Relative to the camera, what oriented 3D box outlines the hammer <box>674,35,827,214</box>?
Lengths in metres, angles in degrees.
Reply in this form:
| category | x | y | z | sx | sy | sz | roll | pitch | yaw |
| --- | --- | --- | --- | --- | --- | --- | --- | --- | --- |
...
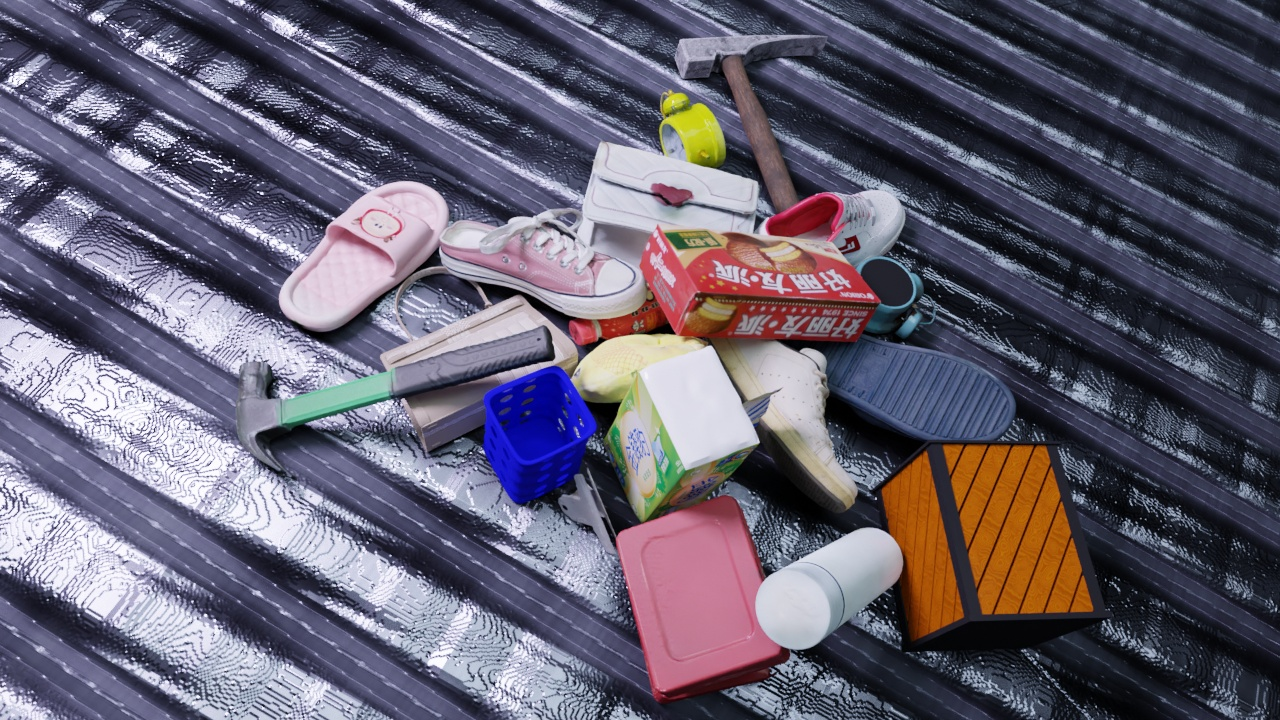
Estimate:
| category | x | y | z | sx | sy | sz | roll | pitch | yaw |
| --- | --- | --- | --- | --- | --- | --- | --- | --- | --- |
| hammer | 0.188 | -0.311 | 1.211 | 0.217 | 0.037 | 0.300 | -9 | 65 | -16 |

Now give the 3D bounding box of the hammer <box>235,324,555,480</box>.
| category | x | y | z | sx | sy | sz | roll | pitch | yaw |
| --- | --- | --- | --- | --- | --- | --- | --- | --- | --- |
| hammer | -0.237 | 0.024 | 0.883 | 0.319 | 0.032 | 0.130 | -15 | 61 | 5 |

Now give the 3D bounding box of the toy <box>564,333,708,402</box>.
| category | x | y | z | sx | sy | sz | roll | pitch | yaw |
| --- | --- | --- | --- | --- | --- | --- | --- | --- | --- |
| toy | -0.006 | 0.006 | 0.939 | 0.155 | 0.170 | 0.064 | -17 | 95 | 6 |

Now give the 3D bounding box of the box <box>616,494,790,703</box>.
| category | x | y | z | sx | sy | sz | roll | pitch | yaw |
| --- | --- | --- | --- | --- | --- | --- | --- | --- | --- |
| box | 0.054 | 0.222 | 0.848 | 0.137 | 0.127 | 0.157 | -12 | 65 | -12 |

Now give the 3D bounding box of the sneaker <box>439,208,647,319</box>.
| category | x | y | z | sx | sy | sz | roll | pitch | yaw |
| --- | --- | --- | --- | --- | --- | --- | --- | --- | --- |
| sneaker | -0.106 | -0.116 | 0.978 | 0.241 | 0.088 | 0.118 | 15 | 46 | 12 |

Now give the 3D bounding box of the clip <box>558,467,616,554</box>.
| category | x | y | z | sx | sy | sz | roll | pitch | yaw |
| --- | --- | --- | --- | --- | --- | --- | --- | --- | --- |
| clip | -0.056 | 0.146 | 0.906 | 0.043 | 0.102 | 0.054 | -34 | 30 | -28 |

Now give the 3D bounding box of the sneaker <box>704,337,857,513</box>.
| category | x | y | z | sx | sy | sz | roll | pitch | yaw |
| --- | --- | --- | --- | --- | --- | --- | --- | --- | --- |
| sneaker | 0.168 | 0.046 | 0.972 | 0.102 | 0.089 | 0.241 | -31 | 65 | -7 |

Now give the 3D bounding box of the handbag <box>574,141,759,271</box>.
| category | x | y | z | sx | sy | sz | roll | pitch | yaw |
| --- | --- | --- | --- | --- | --- | --- | --- | --- | --- |
| handbag | 0.033 | -0.175 | 1.072 | 0.198 | 0.096 | 0.141 | 13 | 59 | -3 |

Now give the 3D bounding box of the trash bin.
| category | x | y | z | sx | sy | sz | roll | pitch | yaw |
| --- | --- | --- | --- | --- | --- | --- | --- | --- | --- |
| trash bin | 0.338 | 0.186 | 0.911 | 0.139 | 0.140 | 0.171 | 2 | 62 | -11 |

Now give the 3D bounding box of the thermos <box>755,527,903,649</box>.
| category | x | y | z | sx | sy | sz | roll | pitch | yaw |
| --- | --- | --- | --- | --- | --- | --- | --- | --- | --- |
| thermos | 0.179 | 0.202 | 0.838 | 0.068 | 0.068 | 0.229 | 55 | 25 | 18 |

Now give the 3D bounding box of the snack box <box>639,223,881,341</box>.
| category | x | y | z | sx | sy | sz | roll | pitch | yaw |
| --- | --- | --- | --- | --- | --- | --- | --- | --- | --- |
| snack box | 0.127 | -0.080 | 0.972 | 0.236 | 0.060 | 0.113 | 1 | 43 | -28 |

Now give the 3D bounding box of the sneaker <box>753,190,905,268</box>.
| category | x | y | z | sx | sy | sz | roll | pitch | yaw |
| --- | --- | --- | --- | --- | --- | --- | --- | --- | --- |
| sneaker | 0.235 | -0.164 | 1.100 | 0.236 | 0.104 | 0.090 | -19 | 67 | -20 |

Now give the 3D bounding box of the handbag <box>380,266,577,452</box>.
| category | x | y | z | sx | sy | sz | roll | pitch | yaw |
| --- | --- | --- | --- | --- | --- | --- | --- | --- | --- |
| handbag | -0.192 | -0.027 | 0.976 | 0.175 | 0.062 | 0.198 | -26 | 62 | -21 |

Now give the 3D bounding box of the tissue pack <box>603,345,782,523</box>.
| category | x | y | z | sx | sy | sz | roll | pitch | yaw |
| --- | --- | --- | --- | --- | --- | --- | --- | --- | --- |
| tissue pack | 0.061 | 0.069 | 0.887 | 0.141 | 0.198 | 0.120 | -18 | 77 | -20 |

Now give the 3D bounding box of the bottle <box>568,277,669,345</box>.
| category | x | y | z | sx | sy | sz | roll | pitch | yaw |
| --- | --- | --- | --- | --- | --- | --- | --- | --- | --- |
| bottle | -0.013 | -0.055 | 1.017 | 0.137 | 0.062 | 0.062 | -24 | 69 | -23 |

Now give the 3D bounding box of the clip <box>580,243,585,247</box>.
| category | x | y | z | sx | sy | sz | roll | pitch | yaw |
| --- | --- | --- | --- | --- | --- | --- | --- | --- | --- |
| clip | -0.048 | -0.103 | 1.055 | 0.075 | 0.061 | 0.023 | 31 | 61 | -12 |

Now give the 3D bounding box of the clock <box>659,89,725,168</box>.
| category | x | y | z | sx | sy | sz | roll | pitch | yaw |
| --- | --- | --- | --- | --- | --- | --- | --- | --- | --- |
| clock | 0.059 | -0.283 | 1.144 | 0.057 | 0.083 | 0.119 | -24 | 71 | -15 |

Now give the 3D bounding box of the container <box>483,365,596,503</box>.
| category | x | y | z | sx | sy | sz | roll | pitch | yaw |
| --- | --- | --- | --- | --- | --- | --- | --- | --- | --- |
| container | -0.102 | 0.076 | 0.898 | 0.085 | 0.114 | 0.084 | -24 | 69 | -22 |

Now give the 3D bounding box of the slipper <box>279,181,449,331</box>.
| category | x | y | z | sx | sy | sz | roll | pitch | yaw |
| --- | --- | --- | --- | --- | --- | --- | --- | --- | --- |
| slipper | -0.302 | -0.120 | 0.998 | 0.107 | 0.056 | 0.221 | 32 | 62 | 9 |

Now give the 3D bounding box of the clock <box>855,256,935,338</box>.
| category | x | y | z | sx | sy | sz | roll | pitch | yaw |
| --- | --- | --- | --- | --- | --- | --- | --- | --- | --- |
| clock | 0.297 | -0.075 | 1.095 | 0.124 | 0.053 | 0.089 | 13 | 61 | -7 |

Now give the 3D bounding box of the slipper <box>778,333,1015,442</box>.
| category | x | y | z | sx | sy | sz | roll | pitch | yaw |
| --- | --- | --- | --- | --- | --- | --- | --- | --- | --- |
| slipper | 0.276 | 0.034 | 1.023 | 0.264 | 0.082 | 0.101 | 22 | 72 | 22 |
